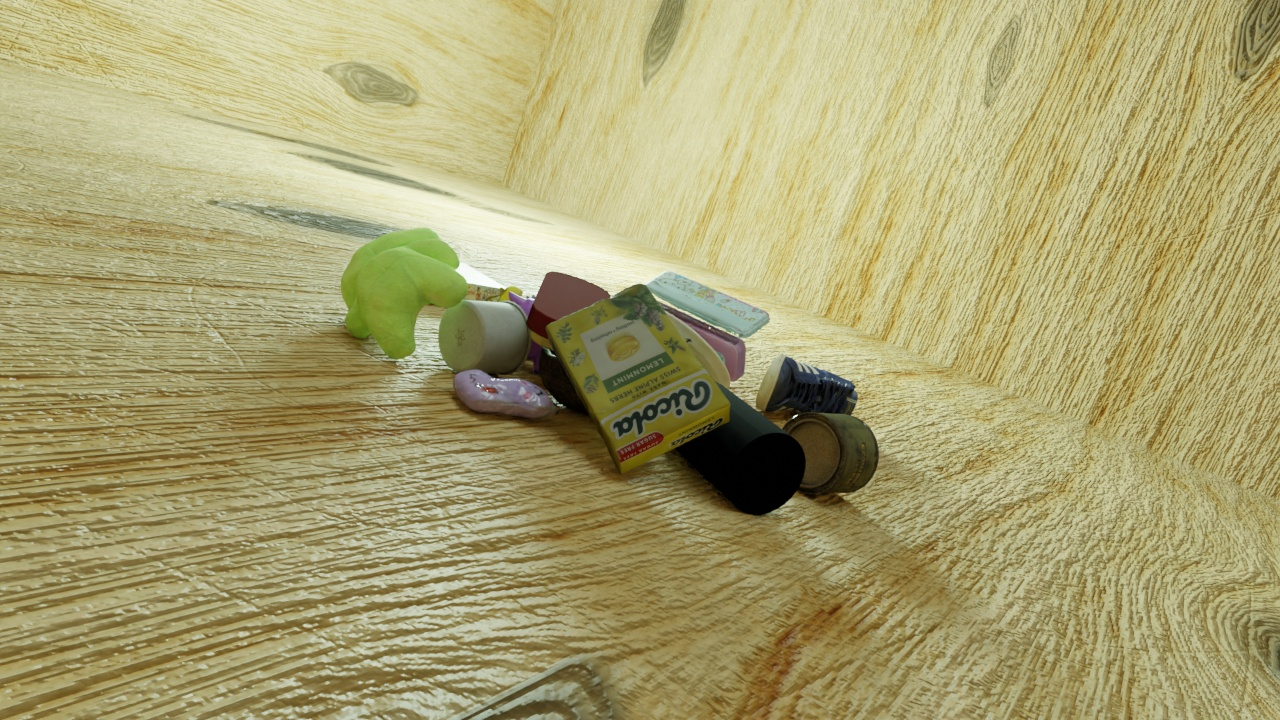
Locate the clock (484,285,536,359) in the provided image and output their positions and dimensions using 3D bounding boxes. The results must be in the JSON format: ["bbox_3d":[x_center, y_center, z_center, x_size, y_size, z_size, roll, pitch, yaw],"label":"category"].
[{"bbox_3d":[-0.146,-0.048,1.170,0.118,0.083,0.057,17,6,-26],"label":"clock"}]

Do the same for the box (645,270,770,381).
[{"bbox_3d":[0.095,-0.058,1.444,0.214,0.090,0.091,27,46,33],"label":"box"}]

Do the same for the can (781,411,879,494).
[{"bbox_3d":[0.208,0.104,1.025,0.074,0.090,0.090,7,17,-47],"label":"can"}]

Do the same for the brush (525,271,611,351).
[{"bbox_3d":[-0.082,-0.051,1.044,0.082,0.042,0.173,20,21,-6],"label":"brush"}]

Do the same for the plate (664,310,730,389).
[{"bbox_3d":[0.035,-0.005,1.216,0.182,0.034,0.182,34,-20,14],"label":"plate"}]

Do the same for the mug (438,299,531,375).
[{"bbox_3d":[-0.184,-0.028,1.026,0.113,0.084,0.070,10,6,38],"label":"mug"}]

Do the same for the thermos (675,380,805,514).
[{"bbox_3d":[0.081,0.076,0.955,0.086,0.086,0.198,13,13,-28],"label":"thermos"}]

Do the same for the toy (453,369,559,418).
[{"bbox_3d":[-0.138,0.032,0.922,0.099,0.036,0.080,8,17,-38],"label":"toy"}]

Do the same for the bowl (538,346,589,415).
[{"bbox_3d":[-0.059,0.029,1.017,0.121,0.056,0.121,19,12,-4],"label":"bowl"}]

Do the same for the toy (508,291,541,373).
[{"bbox_3d":[-0.137,-0.036,1.117,0.106,0.088,0.056,17,6,-14],"label":"toy"}]

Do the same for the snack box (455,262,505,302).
[{"bbox_3d":[-0.289,-0.117,1.352,0.146,0.041,0.143,9,15,-42],"label":"snack box"}]

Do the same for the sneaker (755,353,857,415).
[{"bbox_3d":[0.252,0.055,1.352,0.118,0.091,0.233,26,5,16],"label":"sneaker"}]

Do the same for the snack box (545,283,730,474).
[{"bbox_3d":[-0.007,0.009,0.901,0.121,0.045,0.180,-24,59,-12],"label":"snack box"}]

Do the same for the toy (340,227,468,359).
[{"bbox_3d":[-0.273,-0.090,1.024,0.107,0.150,0.197,49,-8,-37],"label":"toy"}]
